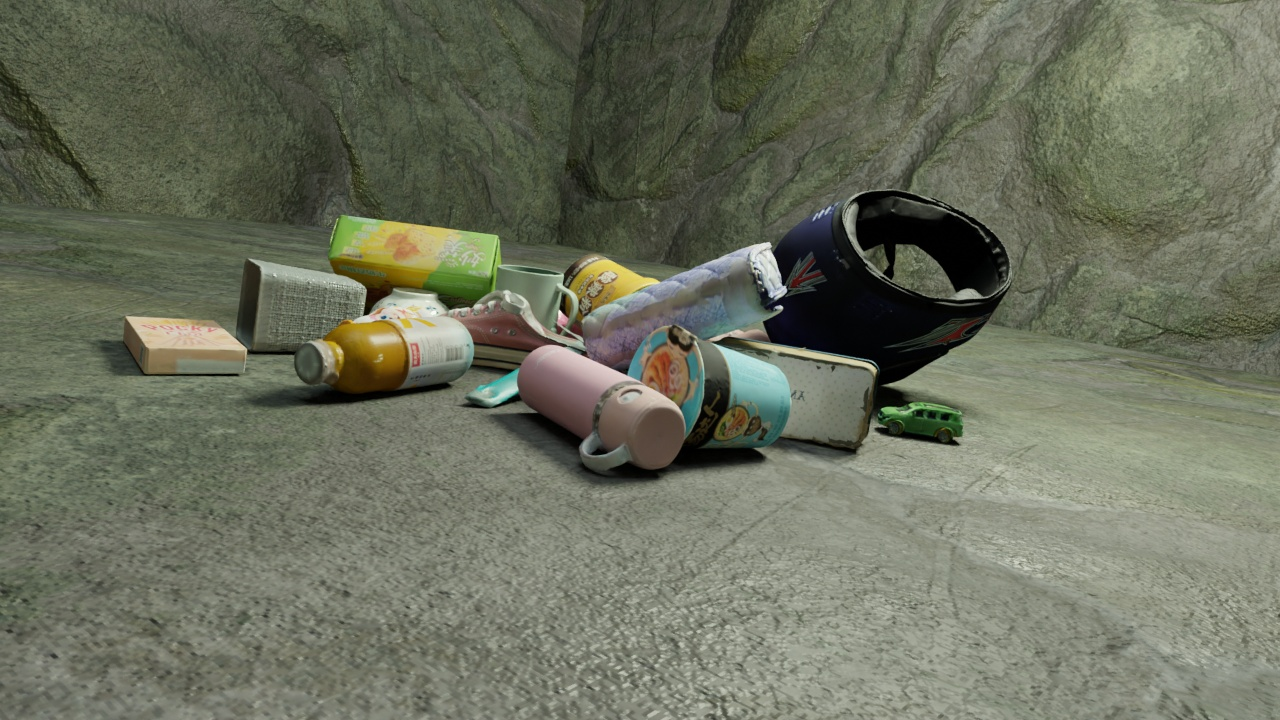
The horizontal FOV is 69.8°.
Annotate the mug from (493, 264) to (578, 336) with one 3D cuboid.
[{"bbox_3d":[-0.132,-0.060,1.153,0.112,0.106,0.082,11,9,20],"label":"mug"}]

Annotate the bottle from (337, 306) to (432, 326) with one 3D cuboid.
[{"bbox_3d":[-0.270,-0.027,0.982,0.063,0.063,0.108,15,12,36],"label":"bottle"}]

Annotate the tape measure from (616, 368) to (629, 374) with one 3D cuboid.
[{"bbox_3d":[-0.006,0.006,1.075,0.057,0.039,0.058,1,7,-34],"label":"tape measure"}]

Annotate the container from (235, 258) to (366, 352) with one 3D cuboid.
[{"bbox_3d":[-0.369,-0.055,1.003,0.114,0.090,0.090,5,10,-35],"label":"container"}]

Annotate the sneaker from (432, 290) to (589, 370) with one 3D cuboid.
[{"bbox_3d":[-0.163,-0.039,1.062,0.241,0.088,0.118,11,10,12],"label":"sneaker"}]

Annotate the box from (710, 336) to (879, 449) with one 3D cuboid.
[{"bbox_3d":[0.153,0.031,0.913,0.184,0.090,0.060,12,9,13],"label":"box"}]

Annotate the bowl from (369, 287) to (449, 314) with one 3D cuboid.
[{"bbox_3d":[-0.287,-0.058,1.159,0.113,0.062,0.113,9,11,-2],"label":"bowl"}]

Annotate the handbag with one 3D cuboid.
[{"bbox_3d":[0.049,-0.051,0.923,0.194,0.075,0.134,-21,3,24],"label":"handbag"}]

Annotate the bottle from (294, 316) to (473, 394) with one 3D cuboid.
[{"bbox_3d":[-0.237,-0.005,0.861,0.068,0.068,0.189,13,11,28],"label":"bottle"}]

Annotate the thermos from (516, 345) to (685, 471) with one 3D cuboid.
[{"bbox_3d":[-0.044,0.043,0.779,0.087,0.067,0.199,-31,28,-21],"label":"thermos"}]

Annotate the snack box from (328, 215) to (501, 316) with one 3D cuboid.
[{"bbox_3d":[-0.293,-0.112,1.226,0.210,0.070,0.158,8,-25,-2],"label":"snack box"}]

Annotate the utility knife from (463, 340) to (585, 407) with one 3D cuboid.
[{"bbox_3d":[-0.105,0.008,0.937,0.029,0.013,0.216,33,29,14],"label":"utility knife"}]

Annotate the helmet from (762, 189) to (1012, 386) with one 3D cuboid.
[{"bbox_3d":[0.308,-0.081,1.227,0.314,0.241,0.247,-3,59,-30],"label":"helmet"}]

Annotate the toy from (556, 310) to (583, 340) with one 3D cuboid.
[{"bbox_3d":[-0.080,-0.063,1.311,0.194,0.075,0.178,9,17,-12],"label":"toy"}]

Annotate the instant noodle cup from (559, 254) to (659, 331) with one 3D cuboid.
[{"bbox_3d":[-0.038,-0.072,1.181,0.114,0.119,0.118,37,25,34],"label":"instant noodle cup"}]

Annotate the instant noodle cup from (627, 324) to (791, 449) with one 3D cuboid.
[{"bbox_3d":[0.066,0.032,0.809,0.120,0.111,0.111,10,7,-34],"label":"instant noodle cup"}]

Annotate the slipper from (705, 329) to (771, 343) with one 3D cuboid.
[{"bbox_3d":[0.126,-0.023,1.304,0.114,0.054,0.273,14,11,29],"label":"slipper"}]

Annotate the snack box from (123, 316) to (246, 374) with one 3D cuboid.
[{"bbox_3d":[-0.442,-0.016,0.884,0.084,0.026,0.157,1,12,-36],"label":"snack box"}]

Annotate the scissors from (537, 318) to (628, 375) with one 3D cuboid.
[{"bbox_3d":[-0.028,0.004,0.987,0.181,0.014,0.159,14,20,-36],"label":"scissors"}]

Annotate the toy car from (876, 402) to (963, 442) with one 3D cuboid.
[{"bbox_3d":[0.303,0.065,0.994,0.091,0.036,0.043,4,11,3],"label":"toy car"}]
